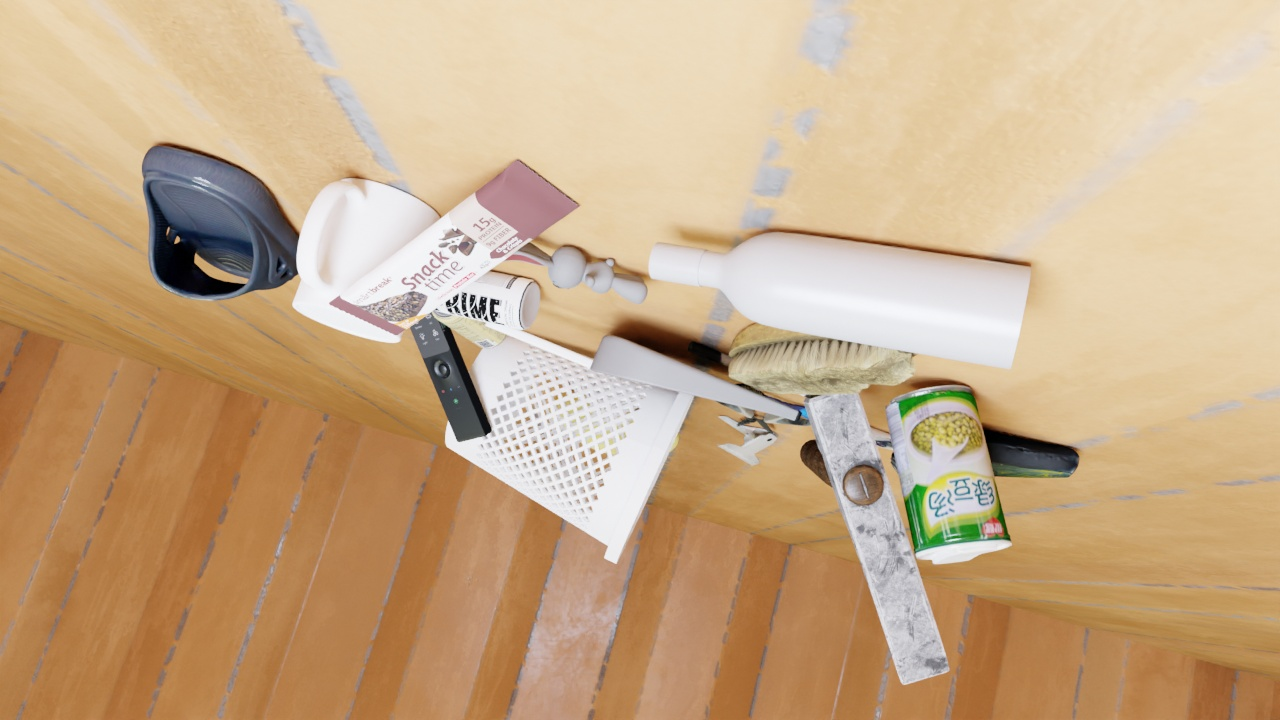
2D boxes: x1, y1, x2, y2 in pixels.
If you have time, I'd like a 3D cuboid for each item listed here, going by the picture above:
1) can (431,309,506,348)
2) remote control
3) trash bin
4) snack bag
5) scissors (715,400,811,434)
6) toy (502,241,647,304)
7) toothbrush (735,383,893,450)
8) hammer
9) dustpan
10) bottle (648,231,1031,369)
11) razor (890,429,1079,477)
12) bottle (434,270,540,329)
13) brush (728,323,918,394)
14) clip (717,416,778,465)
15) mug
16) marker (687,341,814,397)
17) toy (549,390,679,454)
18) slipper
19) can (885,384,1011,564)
[{"bbox_3d":[-0.153,-0.040,0.825,0.038,0.038,0.079,10,166,23],"label":"can"},{"bbox_3d":[-0.179,0.002,0.835,0.034,0.150,0.013,-15,-169,29],"label":"remote control"},{"bbox_3d":[-0.073,0.069,0.914,0.199,0.195,0.195,25,168,5],"label":"trash bin"},{"bbox_3d":[-0.114,-0.063,0.553,0.158,0.013,0.057,-31,144,22],"label":"snack bag"},{"bbox_3d":[0.127,0.058,0.964,0.157,0.012,0.166,29,162,-38],"label":"scissors"},{"bbox_3d":[-0.049,-0.062,0.620,0.111,0.030,0.049,16,-164,-13],"label":"toy"},{"bbox_3d":[0.174,0.057,0.888,0.189,0.016,0.017,19,-160,-13],"label":"toothbrush"},{"bbox_3d":[0.182,0.129,0.800,0.037,0.217,0.300,-18,177,3],"label":"hammer"},{"bbox_3d":[-0.005,0.005,0.773,0.257,0.033,0.163,22,180,-2],"label":"dustpan"},{"bbox_3d":[0.099,-0.039,0.488,0.195,0.052,0.052,11,167,20],"label":"bottle"},{"bbox_3d":[0.293,0.090,0.788,0.151,0.067,0.054,4,169,15],"label":"razor"},{"bbox_3d":[-0.141,-0.055,0.740,0.116,0.041,0.041,13,167,15],"label":"bottle"},{"bbox_3d":[0.120,-0.003,0.638,0.059,0.043,0.196,21,168,-25],"label":"brush"},{"bbox_3d":[0.128,0.095,1.087,0.052,0.058,0.102,37,-177,35],"label":"clip"},{"bbox_3d":[-0.190,-0.072,0.612,0.074,0.090,0.110,13,167,14],"label":"mug"},{"bbox_3d":[0.109,0.012,0.797,0.152,0.011,0.011,21,167,-18],"label":"marker"},{"bbox_3d":[-0.038,0.080,1.150,0.170,0.064,0.155,20,161,-18],"label":"toy"},{"bbox_3d":[-0.345,-0.089,0.756,0.110,0.083,0.269,17,166,-12],"label":"slipper"},{"bbox_3d":[0.226,0.085,0.679,0.067,0.120,0.067,-6,160,-2],"label":"can"}]
